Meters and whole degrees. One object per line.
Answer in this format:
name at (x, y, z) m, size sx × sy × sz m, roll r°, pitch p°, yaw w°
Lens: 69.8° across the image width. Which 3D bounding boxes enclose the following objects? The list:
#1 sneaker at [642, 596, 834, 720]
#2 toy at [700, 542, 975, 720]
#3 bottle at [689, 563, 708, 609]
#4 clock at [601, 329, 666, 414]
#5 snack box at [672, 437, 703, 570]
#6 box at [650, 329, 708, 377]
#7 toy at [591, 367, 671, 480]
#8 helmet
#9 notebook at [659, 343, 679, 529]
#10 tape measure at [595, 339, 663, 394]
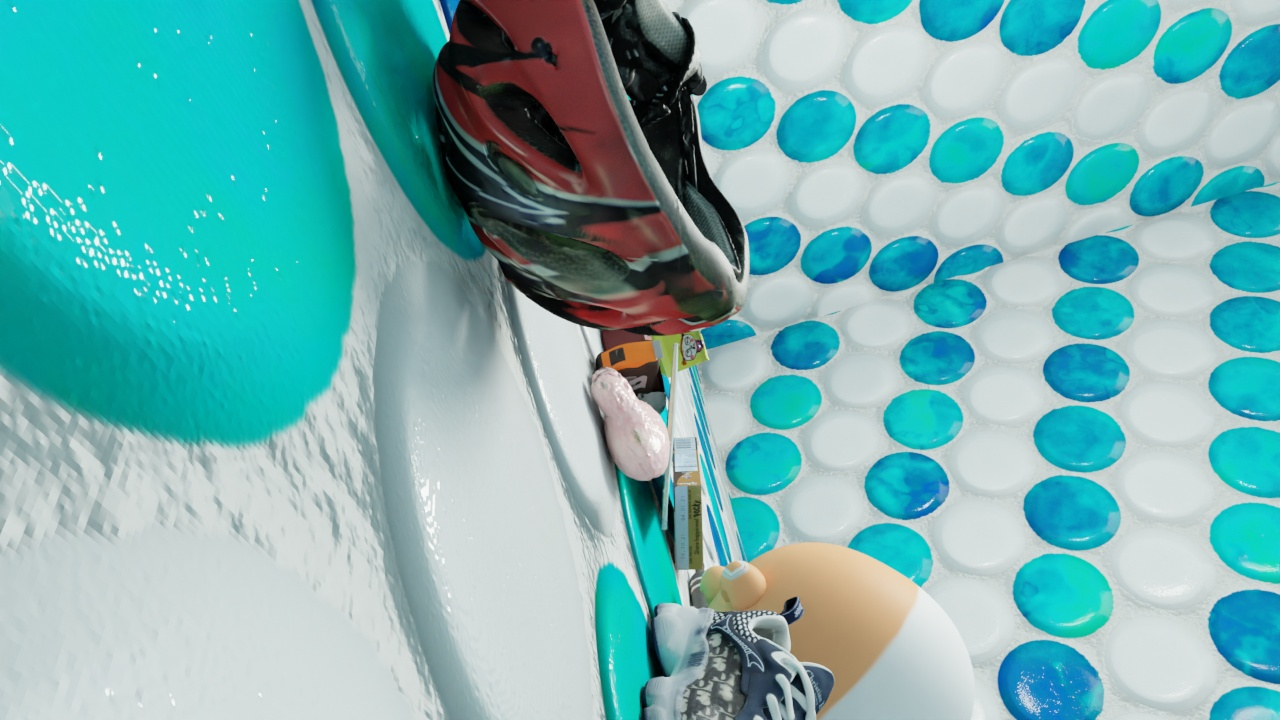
sneaker at (0.079, 0.256, 0.670) m, size 0.269 × 0.132 × 0.103 m, roll -82°, pitch 156°, yaw -75°
toy at (0.172, 0.308, 0.897) m, size 0.280 × 0.265 × 0.263 m, roll 46°, pitch -14°, yaw 7°
bottle at (0.075, 0.279, 1.118) m, size 0.112 × 0.030 × 0.030 m, roll -92°, pitch 164°, yaw -70°
clock at (-0.006, 0.006, 1.008) m, size 0.137 × 0.048 × 0.096 m, roll -101°, pitch 172°, yaw -46°
snack box at (0.057, 0.169, 1.121) m, size 0.185 × 0.031 × 0.101 m, roll -81°, pitch 169°, yaw -78°
box at (0.021, -0.095, 1.331) m, size 0.124 × 0.080 × 0.221 m, roll -137°, pitch -151°, yaw -67°
toy at (-0.011, 0.054, 0.820) m, size 0.105 × 0.053 × 0.108 m, roll 61°, pitch 8°, yaw -10°
helmet at (-0.026, -0.124, 0.538) m, size 0.217 × 0.167 × 0.271 m, roll 43°, pitch 22°, yaw -51°
notebook at (0.032, 0.076, 0.998) m, size 0.253 × 0.009 × 0.181 m, roll 24°, pitch 71°, yaw -88°
tape measure at (-0.012, 0.011, 0.875) m, size 0.058 × 0.058 × 0.038 m, roll 104°, pitch -21°, yaw -53°
